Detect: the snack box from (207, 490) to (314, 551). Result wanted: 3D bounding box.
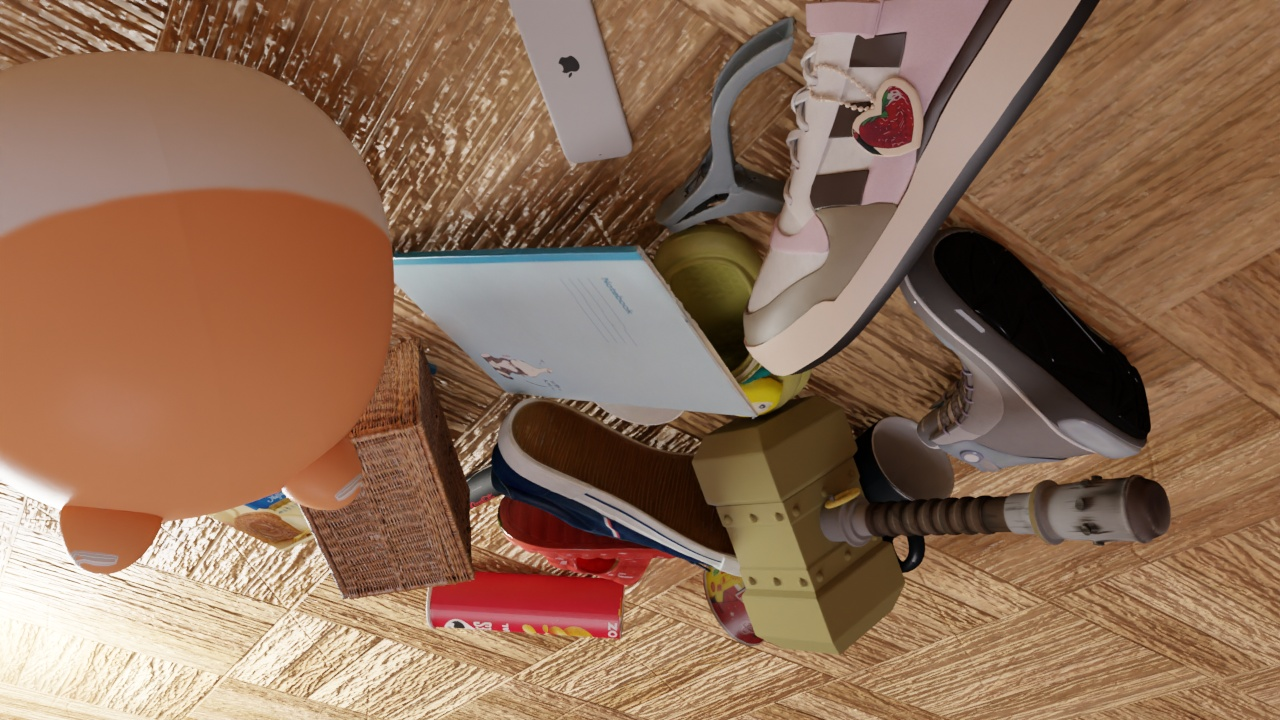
[{"bbox_3d":[-0.347,0.108,0.888,0.208,0.055,0.153,-26,132,32],"label":"snack box"}]

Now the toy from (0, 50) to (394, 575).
[{"bbox_3d":[-0.274,-0.030,0.534,0.262,0.280,0.267,-14,167,-32],"label":"toy"}]

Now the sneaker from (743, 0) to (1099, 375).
[{"bbox_3d":[0.112,-0.120,0.497,0.116,0.111,0.295,28,125,-4],"label":"sneaker"}]

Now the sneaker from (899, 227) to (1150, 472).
[{"bbox_3d":[0.245,0.010,0.685,0.256,0.092,0.161,30,143,-25],"label":"sneaker"}]

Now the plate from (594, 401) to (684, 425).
[{"bbox_3d":[-0.004,0.004,0.732,0.104,0.026,0.104,15,132,17],"label":"plate"}]

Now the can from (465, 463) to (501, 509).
[{"bbox_3d":[-0.156,0.124,0.903,0.081,0.031,0.031,-28,130,34],"label":"can"}]

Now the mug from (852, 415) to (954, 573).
[{"bbox_3d":[0.212,0.123,0.790,0.085,0.121,0.095,4,145,-27],"label":"mug"}]

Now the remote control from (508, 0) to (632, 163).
[{"bbox_3d":[-0.042,-0.178,0.541,0.045,0.008,0.147,-6,139,13],"label":"remote control"}]

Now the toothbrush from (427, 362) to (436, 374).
[{"bbox_3d":[-0.257,-0.004,0.774,0.166,0.014,0.016,11,140,-7],"label":"toothbrush"}]

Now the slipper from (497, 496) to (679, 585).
[{"bbox_3d":[-0.014,0.168,0.887,0.249,0.103,0.059,4,126,-1],"label":"slipper"}]

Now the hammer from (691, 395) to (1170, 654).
[{"bbox_3d":[0.201,0.113,0.655,0.326,0.100,0.190,-16,96,52],"label":"hammer"}]

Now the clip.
[{"bbox_3d":[0.077,-0.144,0.557,0.169,0.031,0.164,-7,137,12],"label":"clip"}]

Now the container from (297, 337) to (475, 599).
[{"bbox_3d":[-0.214,0.095,0.764,0.112,0.113,0.199,-11,128,-6],"label":"container"}]

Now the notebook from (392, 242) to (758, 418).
[{"bbox_3d":[-0.059,-0.020,0.665,0.254,0.009,0.181,4,146,38],"label":"notebook"}]

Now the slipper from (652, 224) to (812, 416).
[{"bbox_3d":[0.071,-0.014,0.673,0.092,0.081,0.190,-15,134,19],"label":"slipper"}]

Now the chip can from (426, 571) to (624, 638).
[{"bbox_3d":[-0.130,0.281,1.063,0.220,0.069,0.069,2,141,3],"label":"chip can"}]

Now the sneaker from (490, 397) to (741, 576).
[{"bbox_3d":[0.000,0.134,0.826,0.294,0.120,0.128,21,134,-11],"label":"sneaker"}]

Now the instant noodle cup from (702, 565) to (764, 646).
[{"bbox_3d":[0.138,0.227,0.952,0.100,0.100,0.113,31,127,-28],"label":"instant noodle cup"}]
